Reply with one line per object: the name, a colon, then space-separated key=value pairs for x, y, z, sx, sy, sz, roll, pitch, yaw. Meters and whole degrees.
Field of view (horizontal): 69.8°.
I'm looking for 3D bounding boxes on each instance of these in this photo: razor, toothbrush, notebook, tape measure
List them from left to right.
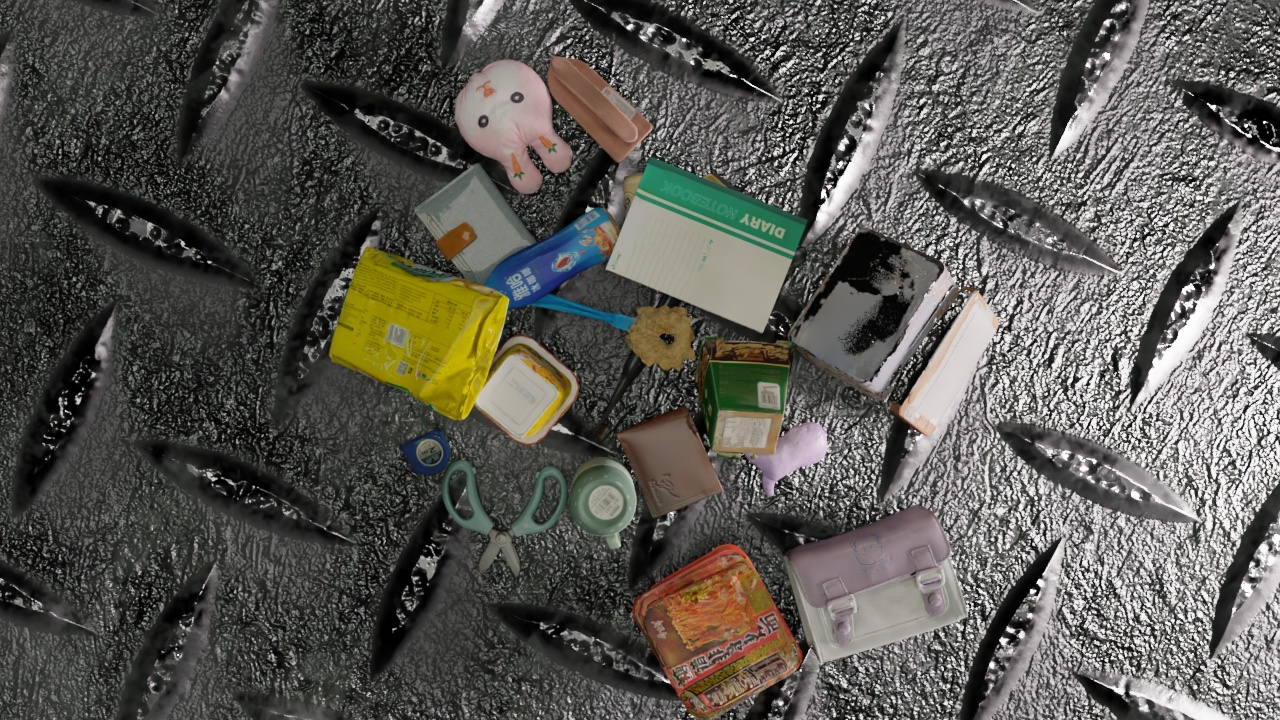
tape measure: x=-0.271 y=0.118 z=1.173 sx=0.058 sy=0.025 sz=0.054 roll=-24 pitch=95 yaw=4
toothbrush: x=-0.007 y=0.007 z=1.174 sx=0.027 sy=0.026 sz=0.212 roll=30 pitch=92 yaw=37
notebook: x=0.081 y=-0.141 z=1.118 sx=0.209 sy=0.012 sz=0.150 roll=21 pitch=91 yaw=-3
razor: x=0.135 y=-0.172 z=1.157 sx=0.167 sy=0.062 sz=0.067 roll=44 pitch=61 yaw=2

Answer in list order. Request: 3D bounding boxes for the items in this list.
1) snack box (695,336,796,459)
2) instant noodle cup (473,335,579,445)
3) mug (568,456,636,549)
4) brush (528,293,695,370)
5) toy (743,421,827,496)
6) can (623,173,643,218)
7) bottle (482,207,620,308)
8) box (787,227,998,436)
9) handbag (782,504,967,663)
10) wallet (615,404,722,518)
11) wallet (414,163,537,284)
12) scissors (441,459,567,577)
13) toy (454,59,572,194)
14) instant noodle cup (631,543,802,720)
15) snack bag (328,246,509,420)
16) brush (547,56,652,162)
snack box: x=0.129 y=0.048 z=1.116 sx=0.118 sy=0.105 sz=0.118 roll=2 pitch=136 yaw=-1
instant noodle cup: x=-0.146 y=0.039 z=1.123 sx=0.116 sy=0.123 sz=0.116 roll=40 pitch=90 yaw=-3
mug: x=-0.044 y=0.183 z=1.142 sx=0.082 sy=0.106 sz=0.112 roll=-13 pitch=94 yaw=-2
brush: x=-0.047 y=-0.053 z=1.153 sx=0.255 sy=0.045 sz=0.083 roll=17 pitch=94 yaw=12
toy: x=0.193 y=0.121 z=1.180 sx=0.108 sy=0.039 sz=0.084 roll=-29 pitch=114 yaw=-4
can: x=0.010 y=-0.173 z=1.149 sx=0.058 sy=0.058 sz=0.116 roll=-4 pitch=93 yaw=-2
bottle: x=-0.125 y=-0.112 z=1.132 sx=0.218 sy=0.065 sz=0.065 roll=-31 pitch=93 yaw=-8
box: x=0.318 y=-0.036 z=1.158 sx=0.157 sy=0.197 sz=0.181 roll=33 pitch=93 yaw=38
handbag: x=0.295 y=0.282 z=1.167 sx=0.197 sy=0.098 sz=0.145 roll=-18 pitch=88 yaw=-1
wallet: x=0.037 y=0.131 z=1.181 sx=0.101 sy=0.032 sz=0.124 roll=-23 pitch=93 yaw=2
wallet: x=-0.208 y=-0.166 z=1.155 sx=0.106 sy=0.037 sz=0.129 roll=-36 pitch=93 yaw=-1
scissors: x=-0.187 y=0.186 z=1.183 sx=0.181 sy=0.019 sz=0.170 roll=35 pitch=93 yaw=-4
toy: x=-0.156 y=-0.292 z=1.144 sx=0.121 sy=0.054 sz=0.159 roll=-36 pitch=101 yaw=2
instant noodle cup: x=0.094 y=0.339 z=1.168 sx=0.164 sy=0.079 sz=0.189 roll=-29 pitch=94 yaw=0
snack bag: x=-0.271 y=-0.035 z=1.090 sx=0.247 sy=0.068 sz=0.158 roll=20 pitch=92 yaw=33
brush: x=-0.057 y=-0.317 z=1.134 sx=0.145 sy=0.073 sz=0.063 roll=45 pitch=91 yaw=-1
